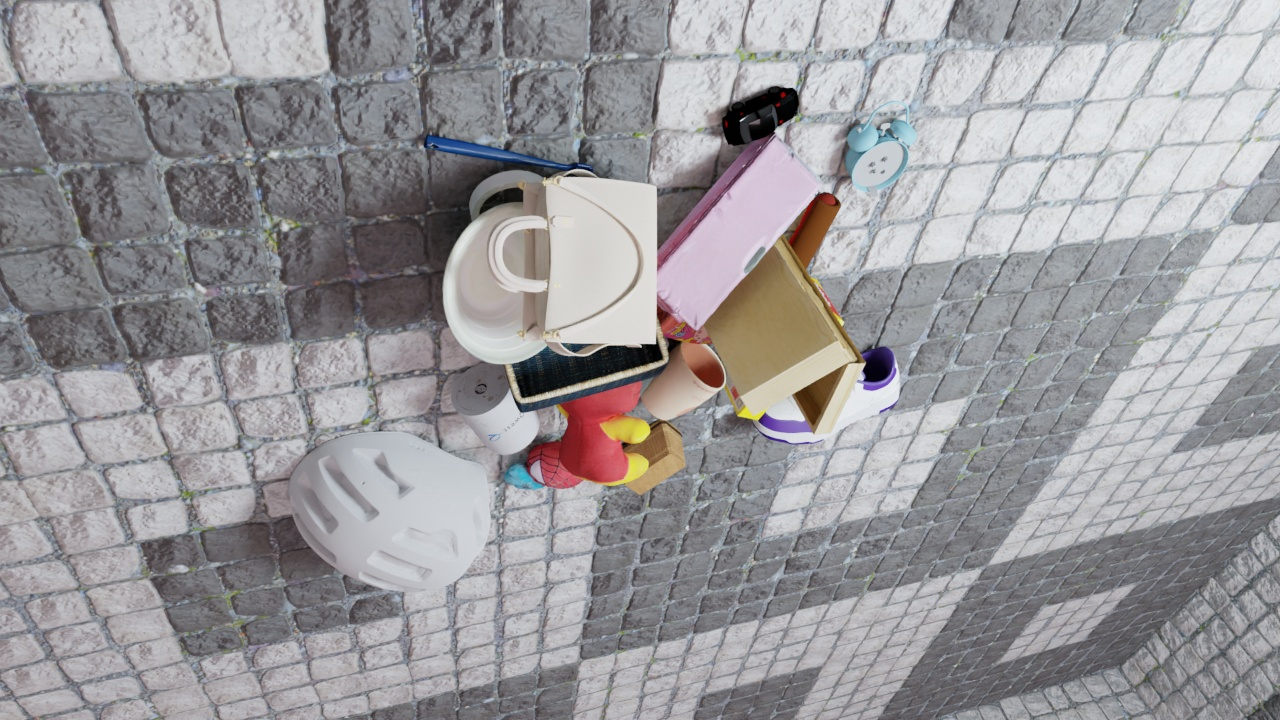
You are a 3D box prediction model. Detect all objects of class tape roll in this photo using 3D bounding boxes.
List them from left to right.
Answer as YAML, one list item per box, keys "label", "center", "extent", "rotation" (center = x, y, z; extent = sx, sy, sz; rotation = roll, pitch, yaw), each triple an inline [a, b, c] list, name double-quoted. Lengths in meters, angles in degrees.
- label: "tape roll"
  center: [-0.140, -0.168, 1.007]
  extent: [0.094, 0.019, 0.094]
  rotation: [-11, 147, -7]

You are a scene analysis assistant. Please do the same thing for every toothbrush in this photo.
- label: "toothbrush"
  center: [-0.135, -0.213, 0.973]
  extent: [0.189, 0.017, 0.016]
  rotation: [5, 131, -29]

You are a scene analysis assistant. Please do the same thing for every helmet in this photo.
- label: "helmet"
  center: [-0.345, 0.207, 1.274]
  extent: [0.282, 0.183, 0.224]
  rotation: [39, 108, -24]

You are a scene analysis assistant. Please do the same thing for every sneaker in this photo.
- label: "sneaker"
  center: [0.289, 0.045, 1.394]
  extent: [0.244, 0.091, 0.111]
  rotation: [-18, 139, -12]

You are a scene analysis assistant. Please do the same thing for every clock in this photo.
- label: "clock"
  center: [0.288, -0.255, 1.101]
  extent: [0.087, 0.042, 0.123]
  rotation: [-10, 139, -15]

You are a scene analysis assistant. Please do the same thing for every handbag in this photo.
- label: "handbag"
  center: [-0.077, -0.102, 0.961]
  extent: [0.197, 0.101, 0.194]
  rotation: [-2, 93, -43]

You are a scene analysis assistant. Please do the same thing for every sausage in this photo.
- label: "sausage"
  center: [0.210, -0.149, 1.184]
  extent: [0.040, 0.040, 0.156]
  rotation: [1, 134, -26]

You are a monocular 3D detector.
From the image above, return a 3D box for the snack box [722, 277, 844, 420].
- label: "snack box"
  center: [0.189, -0.018, 1.275]
  extent: [0.042, 0.092, 0.201]
  rotation: [13, 128, -34]

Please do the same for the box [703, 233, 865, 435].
- label: "box"
  center: [0.161, -0.052, 1.106]
  extent: [0.179, 0.248, 0.142]
  rotation: [24, 121, -41]

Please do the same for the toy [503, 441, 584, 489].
- label: "toy"
  center: [-0.138, 0.161, 1.347]
  extent: [0.133, 0.062, 0.092]
  rotation: [-23, 134, 18]

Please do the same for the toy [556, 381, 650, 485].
- label: "toy"
  center: [-0.060, 0.063, 1.196]
  extent: [0.148, 0.098, 0.217]
  rotation: [11, 124, 24]

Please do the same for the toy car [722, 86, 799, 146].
- label: "toy car"
  center: [0.136, -0.270, 1.020]
  extent: [0.092, 0.036, 0.042]
  rotation: [-23, 140, 1]

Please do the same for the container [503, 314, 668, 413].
- label: "container"
  center: [-0.076, -0.031, 1.093]
  extent: [0.187, 0.145, 0.071]
  rotation: [-15, 169, -9]

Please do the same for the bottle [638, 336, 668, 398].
- label: "bottle"
  center: [-0.007, 0.007, 1.237]
  extent: [0.060, 0.060, 0.109]
  rotation: [11, 130, -33]

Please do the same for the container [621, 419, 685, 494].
- label: "container"
  center: [0.013, 0.151, 1.400]
  extent: [0.114, 0.061, 0.063]
  rotation: [-34, 138, 13]

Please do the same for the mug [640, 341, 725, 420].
- label: "mug"
  center: [0.062, 0.029, 1.286]
  extent: [0.105, 0.085, 0.111]
  rotation: [-41, 167, 33]

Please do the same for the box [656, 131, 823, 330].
- label: "box"
  center: [0.105, -0.145, 1.050]
  extent: [0.232, 0.080, 0.099]
  rotation: [-48, 138, -4]

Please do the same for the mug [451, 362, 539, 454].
- label: "mug"
  center: [-0.173, 0.053, 1.199]
  extent: [0.119, 0.083, 0.096]
  rotation: [-35, 140, -7]

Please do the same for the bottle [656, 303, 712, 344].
- label: "bottle"
  center: [0.077, -0.053, 1.218]
  extent: [0.134, 0.048, 0.072]
  rotation: [13, 137, -36]

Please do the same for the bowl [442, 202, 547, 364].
- label: "bowl"
  center: [-0.155, -0.088, 1.008]
  extent: [0.176, 0.058, 0.177]
  rotation: [-16, 115, -40]
